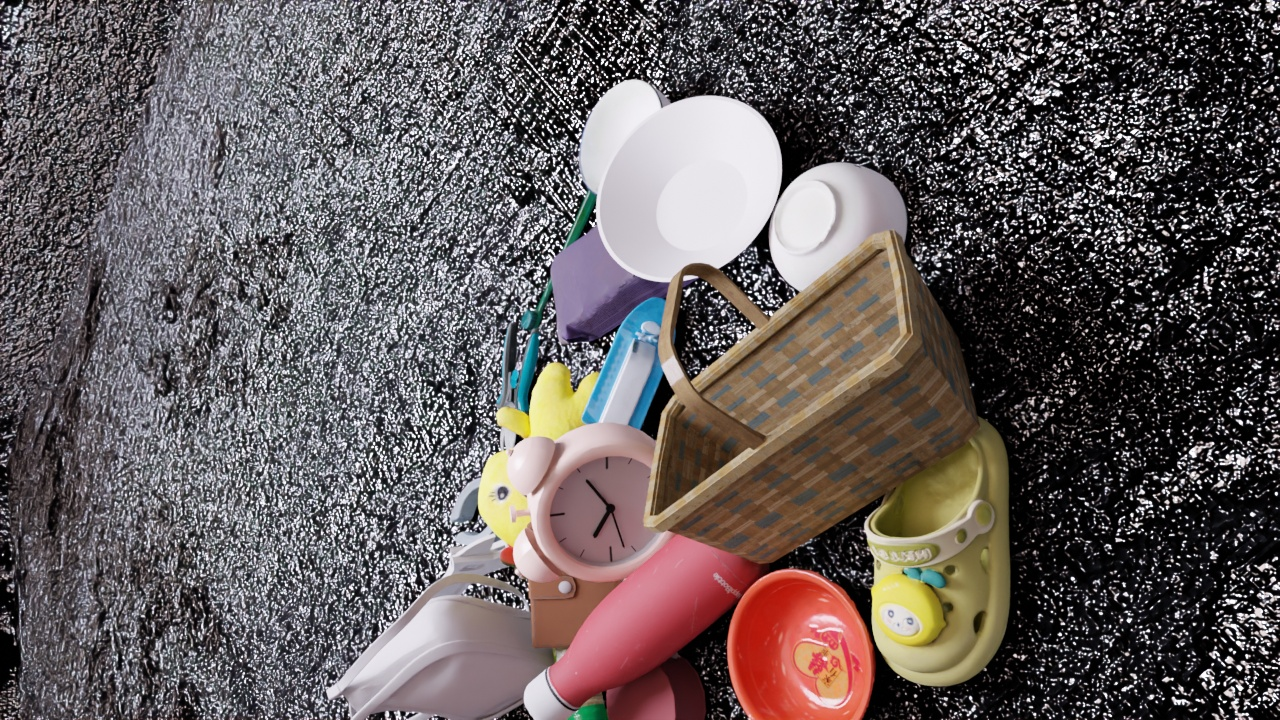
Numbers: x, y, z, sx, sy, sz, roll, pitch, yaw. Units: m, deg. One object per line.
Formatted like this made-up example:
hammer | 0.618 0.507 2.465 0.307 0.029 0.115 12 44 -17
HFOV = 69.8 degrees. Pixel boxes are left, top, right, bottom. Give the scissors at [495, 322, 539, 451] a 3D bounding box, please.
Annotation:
scissors | -0.137 0.028 1.025 0.150 0.019 0.131 -40 66 31

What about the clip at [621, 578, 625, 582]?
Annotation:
clip | -0.003 0.203 0.846 0.054 0.057 0.102 -17 66 16

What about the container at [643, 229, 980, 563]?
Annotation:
container | 0.091 0.016 0.657 0.251 0.186 0.157 -41 22 32

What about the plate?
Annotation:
plate | 0.046 -0.144 0.806 0.174 0.036 0.173 -9 70 26

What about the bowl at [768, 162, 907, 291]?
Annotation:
bowl | 0.148 -0.106 0.737 0.114 0.063 0.113 -13 71 44

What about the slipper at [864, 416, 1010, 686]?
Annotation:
slipper | 0.199 0.125 0.624 0.092 0.081 0.190 4 82 43

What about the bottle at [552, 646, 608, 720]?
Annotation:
bottle | -0.058 0.307 0.871 0.043 0.043 0.111 -36 57 35

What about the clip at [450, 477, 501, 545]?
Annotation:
clip | -0.151 0.168 1.010 0.164 0.027 0.106 -43 55 32

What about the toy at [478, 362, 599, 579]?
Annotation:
toy | -0.086 0.107 0.906 0.134 0.092 0.207 12 88 11

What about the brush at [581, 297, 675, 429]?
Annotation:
brush | -0.005 0.005 0.853 0.075 0.055 0.136 -172 105 -85

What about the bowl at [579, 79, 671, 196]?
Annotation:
bowl | 0.000 -0.211 0.911 0.118 0.062 0.118 -12 73 44

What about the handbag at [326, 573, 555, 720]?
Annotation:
handbag | -0.213 0.313 0.907 0.223 0.215 0.095 -41 45 21

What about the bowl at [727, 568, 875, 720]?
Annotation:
bowl | 0.130 0.224 0.696 0.131 0.045 0.130 -12 73 44

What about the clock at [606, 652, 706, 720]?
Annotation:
clock | 0.015 0.308 0.795 0.087 0.044 0.124 -31 60 37

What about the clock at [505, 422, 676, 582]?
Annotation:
clock | -0.035 0.119 0.796 0.086 0.160 0.131 -141 46 -65

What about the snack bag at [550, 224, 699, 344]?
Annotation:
snack bag | -0.017 -0.097 0.907 0.206 0.058 0.096 -30 62 36

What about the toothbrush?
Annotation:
toothbrush | -0.088 -0.116 1.012 0.016 0.017 0.190 41 111 42

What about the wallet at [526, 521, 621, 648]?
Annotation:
wallet | -0.061 0.209 0.856 0.013 0.087 0.121 -82 -9 -83

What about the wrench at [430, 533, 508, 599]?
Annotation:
wrench | -0.207 0.258 1.027 0.274 0.086 0.018 -49 50 40

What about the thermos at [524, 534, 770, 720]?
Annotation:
thermos | -0.002 0.222 0.765 0.240 0.073 0.073 -42 52 9
